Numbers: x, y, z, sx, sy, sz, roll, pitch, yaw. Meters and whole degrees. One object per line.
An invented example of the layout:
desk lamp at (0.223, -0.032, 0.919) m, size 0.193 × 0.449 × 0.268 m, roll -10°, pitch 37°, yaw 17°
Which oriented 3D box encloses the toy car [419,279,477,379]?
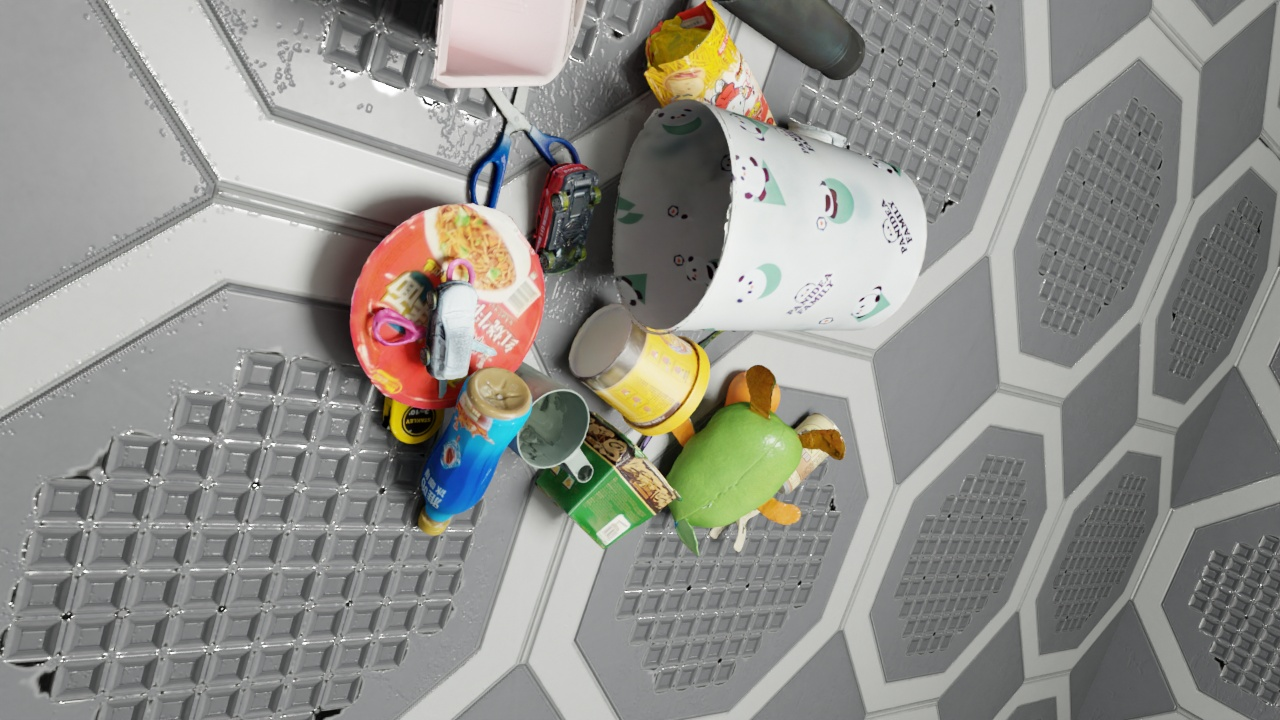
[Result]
toy car at (-0.162, -0.025, 0.789) m, size 0.042 × 0.034 × 0.091 m, roll -6°, pitch 119°, yaw -35°

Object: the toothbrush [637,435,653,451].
toothbrush at (0.011, 0.088, 1.112) m, size 0.189 × 0.017 × 0.014 m, roll -57°, pitch 145°, yaw -8°

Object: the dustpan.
dustpan at (-0.083, -0.325, 0.717) m, size 0.138 × 0.273 × 0.223 m, roll 6°, pitch 110°, yaw -16°

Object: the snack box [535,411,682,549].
snack box at (-0.042, 0.139, 1.020) m, size 0.105 × 0.117 × 0.118 m, roll -46°, pitch 129°, yaw -9°

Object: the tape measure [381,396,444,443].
tape measure at (-0.220, 0.050, 0.887) m, size 0.059 × 0.029 × 0.057 m, roll -2°, pitch 109°, yaw -40°

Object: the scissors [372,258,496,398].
scissors at (-0.179, -0.025, 0.809) m, size 0.133 × 0.017 × 0.133 m, roll -11°, pitch 120°, yaw -39°

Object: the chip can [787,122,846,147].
chip can at (0.177, -0.168, 1.092) m, size 0.071 × 0.071 × 0.215 m, roll 6°, pitch 105°, yaw -41°

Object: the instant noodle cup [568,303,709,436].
instant noodle cup at (-0.006, 0.006, 0.993) m, size 0.114 × 0.118 × 0.118 m, roll 34°, pitch 86°, yaw -36°

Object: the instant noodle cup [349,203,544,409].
instant noodle cup at (-0.184, -0.055, 0.846) m, size 0.193 × 0.066 × 0.194 m, roll -17°, pitch 119°, yaw -33°

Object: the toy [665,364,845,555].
toy at (0.117, 0.123, 1.115) m, size 0.227 × 0.089 × 0.247 m, roll 42°, pitch 116°, yaw -7°

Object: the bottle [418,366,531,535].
bottle at (-0.169, 0.098, 0.878) m, size 0.065 × 0.065 × 0.219 m, roll -6°, pitch 142°, yaw -38°

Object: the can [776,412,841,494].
can at (0.221, 0.129, 1.271) m, size 0.116 × 0.058 × 0.058 m, roll -40°, pitch 130°, yaw -19°

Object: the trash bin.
trash bin at (0.133, -0.129, 0.930) m, size 0.251 × 0.229 × 0.230 m, roll 4°, pitch 106°, yaw -28°

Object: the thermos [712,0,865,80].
thermos at (0.157, -0.376, 0.975) m, size 0.242 × 0.069 × 0.090 m, roll 7°, pitch 67°, yaw -53°

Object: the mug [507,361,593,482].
mug at (-0.107, 0.064, 0.937) m, size 0.083 × 0.103 × 0.124 m, roll -43°, pitch 132°, yaw -18°

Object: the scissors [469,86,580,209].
scissors at (-0.114, -0.215, 0.869) m, size 0.162 × 0.012 × 0.176 m, roll 21°, pitch 94°, yaw -42°

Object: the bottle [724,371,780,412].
bottle at (0.128, 0.090, 1.178) m, size 0.066 × 0.067 × 0.150 m, roll 2°, pitch 115°, yaw -41°

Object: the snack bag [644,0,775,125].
snack bag at (0.079, -0.272, 0.979) m, size 0.128 × 0.073 × 0.208 m, roll -52°, pitch 140°, yaw -10°

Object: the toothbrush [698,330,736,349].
toothbrush at (0.056, 0.000, 1.104) m, size 0.185 × 0.017 × 0.012 m, roll -37°, pitch 136°, yaw -22°

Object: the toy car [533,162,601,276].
toy car at (-0.076, -0.139, 0.906) m, size 0.052 × 0.045 × 0.121 m, roll -17°, pitch 138°, yaw -38°

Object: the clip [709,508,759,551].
clip at (0.137, 0.207, 1.251) m, size 0.034 × 0.070 × 0.099 m, roll 39°, pitch 76°, yaw -44°
